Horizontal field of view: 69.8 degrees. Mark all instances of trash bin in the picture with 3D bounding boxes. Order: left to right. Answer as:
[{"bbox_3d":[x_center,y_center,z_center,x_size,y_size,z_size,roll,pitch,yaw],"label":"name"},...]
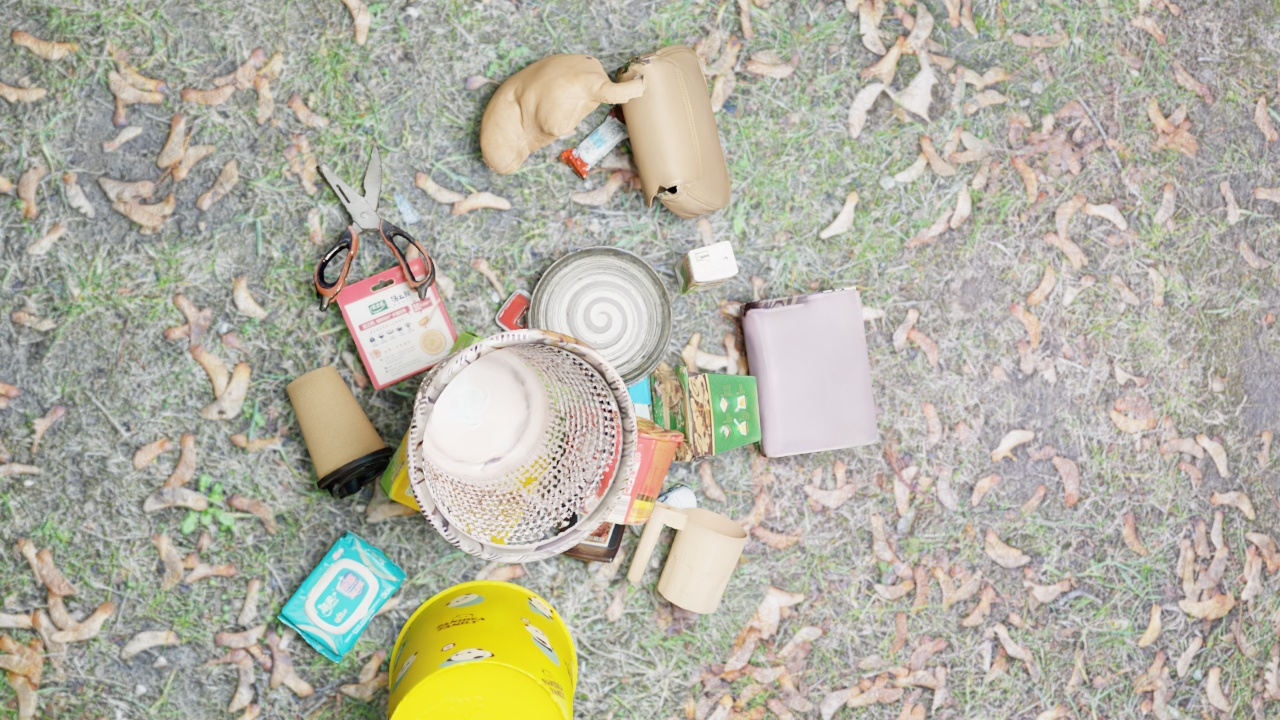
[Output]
[{"bbox_3d":[-0.174,0.381,1.007,0.229,0.255,0.229,0,88,-8],"label":"trash bin"},{"bbox_3d":[-0.144,0.070,0.948,0.227,0.192,0.227,-4,100,-24],"label":"trash bin"}]

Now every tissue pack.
[{"bbox_3d":[-0.352,0.279,1.086,0.093,0.050,0.133,38,85,-7],"label":"tissue pack"}]

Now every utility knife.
[{"bbox_3d":[-0.007,0.007,1.155,0.034,0.018,0.187,-10,92,-9],"label":"utility knife"}]

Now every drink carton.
[{"bbox_3d":[0.077,-0.112,1.115,0.053,0.122,0.045,-14,89,-6],"label":"drink carton"}]

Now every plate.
[{"bbox_3d":[-0.048,-0.050,1.123,0.179,0.024,0.179,0,93,-9],"label":"plate"}]

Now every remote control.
[{"bbox_3d":[-0.114,-0.030,1.139,0.136,0.020,0.056,38,84,-5],"label":"remote control"}]

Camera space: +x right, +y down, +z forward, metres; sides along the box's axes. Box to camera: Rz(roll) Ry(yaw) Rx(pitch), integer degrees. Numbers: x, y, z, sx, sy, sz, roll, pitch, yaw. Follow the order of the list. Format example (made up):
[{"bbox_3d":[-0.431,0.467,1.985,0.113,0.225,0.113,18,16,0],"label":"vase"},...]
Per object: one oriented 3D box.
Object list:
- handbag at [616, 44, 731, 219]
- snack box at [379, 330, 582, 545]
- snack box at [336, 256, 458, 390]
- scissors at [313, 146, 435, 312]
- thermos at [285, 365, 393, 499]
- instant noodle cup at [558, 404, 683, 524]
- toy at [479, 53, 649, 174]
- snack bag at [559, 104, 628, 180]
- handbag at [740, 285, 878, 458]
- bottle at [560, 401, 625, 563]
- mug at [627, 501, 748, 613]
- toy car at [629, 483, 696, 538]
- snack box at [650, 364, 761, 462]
[{"bbox_3d":[0.036,-0.272,1.107,0.100,0.147,0.204,-14,89,29],"label":"handbag"},{"bbox_3d":[-0.186,0.093,1.081,0.157,0.070,0.210,30,85,-25],"label":"snack box"},{"bbox_3d":[-0.288,-0.044,1.103,0.113,0.044,0.127,-23,93,-7],"label":"snack box"},{"bbox_3d":[-0.320,-0.151,1.085,0.189,0.015,0.226,15,73,6],"label":"scissors"},{"bbox_3d":[-0.356,0.083,1.074,0.093,0.093,0.143,-28,85,-8],"label":"thermos"},{"bbox_3d":[-0.031,0.120,1.052,0.138,0.138,0.108,14,94,-7],"label":"instant noodle cup"},{"bbox_3d":[-0.095,-0.303,1.067,0.226,0.082,0.143,-22,56,28],"label":"toy"},{"bbox_3d":[-0.051,-0.273,1.148,0.105,0.026,0.045,-43,86,-7],"label":"snack bag"},{"bbox_3d":[0.206,0.015,1.143,0.145,0.098,0.197,-8,91,-10],"label":"handbag"},{"bbox_3d":[-0.048,0.148,1.134,0.080,0.044,0.195,11,87,-6],"label":"bottle"},{"bbox_3d":[0.056,0.238,1.118,0.124,0.084,0.103,19,98,-11],"label":"mug"},{"bbox_3d":[0.029,0.189,1.149,0.090,0.034,0.043,-27,90,-9],"label":"toy car"},{"bbox_3d":[0.083,0.060,1.127,0.105,0.118,0.117,-6,91,-20],"label":"snack box"}]
